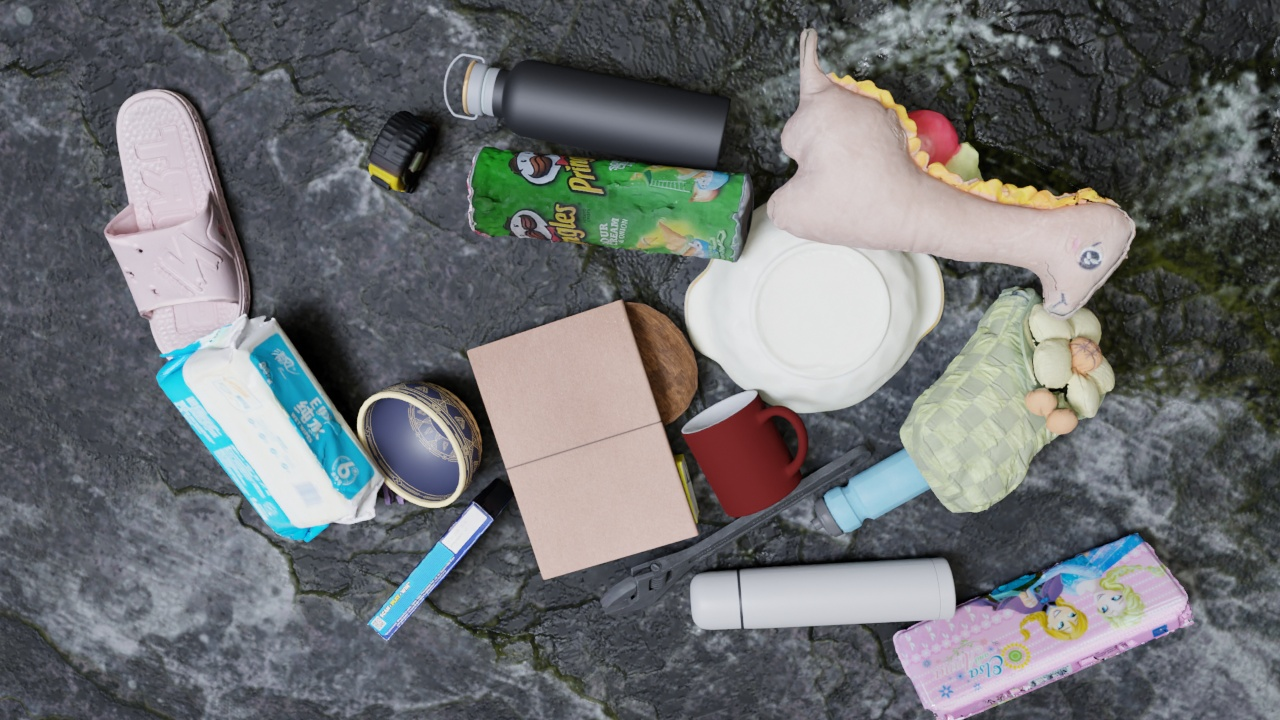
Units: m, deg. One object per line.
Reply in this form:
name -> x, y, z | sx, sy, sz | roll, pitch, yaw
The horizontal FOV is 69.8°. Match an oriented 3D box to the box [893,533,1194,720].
box -> 0.349, 0.248, 0.798 | 0.230, 0.085, 0.097 | -27, 129, 9

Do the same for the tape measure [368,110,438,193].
tape measure -> -0.195, -0.173, 0.760 | 0.038, 0.062, 0.067 | 31, 100, -2

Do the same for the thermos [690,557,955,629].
thermos -> 0.156, 0.206, 0.806 | 0.224, 0.052, 0.052 | -4, 100, 5

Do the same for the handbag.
handbag -> 0.297, 0.033, 0.719 | 0.113, 0.117, 0.186 | 45, 75, -8

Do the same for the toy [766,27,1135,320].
toy -> 0.230, -0.137, 0.679 | 0.264, 0.065, 0.196 | 8, 104, 12

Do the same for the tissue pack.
tissue pack -> -0.311, 0.065, 0.785 | 0.117, 0.065, 0.209 | -17, 111, 31

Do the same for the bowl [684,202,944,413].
bowl -> 0.145, -0.043, 0.758 | 0.219, 0.060, 0.188 | -6, 100, 5

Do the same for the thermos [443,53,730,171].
thermos -> -0.046, -0.203, 0.743 | 0.231, 0.061, 0.061 | 12, 101, 2

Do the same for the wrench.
wrench -> 0.082, 0.150, 0.806 | 0.273, 0.073, 0.018 | -32, 58, 4

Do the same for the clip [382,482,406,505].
clip -> -0.229, 0.108, 0.840 | 0.036, 0.013, 0.053 | -15, 102, 8

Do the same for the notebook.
notebook -> -0.049, 0.069, 0.783 | 0.141, 0.008, 0.209 | -18, 93, 8

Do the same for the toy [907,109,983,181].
toy -> 0.210, -0.159, 0.738 | 0.135, 0.045, 0.092 | 33, 105, 0

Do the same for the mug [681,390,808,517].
mug -> 0.097, 0.074, 0.767 | 0.106, 0.073, 0.082 | -23, 99, 42

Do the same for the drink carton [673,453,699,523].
drink carton -> -0.020, 0.128, 0.812 | 0.135, 0.043, 0.058 | -15, 94, 7

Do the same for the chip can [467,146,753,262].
chip can -> -0.023, -0.124, 0.737 | 0.223, 0.075, 0.075 | 7, 101, 10

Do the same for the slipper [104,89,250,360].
slipper -> -0.404, -0.112, 0.788 | 0.094, 0.064, 0.239 | -6, 98, 6

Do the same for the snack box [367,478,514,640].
snack box -> -0.174, 0.174, 0.812 | 0.027, 0.082, 0.150 | 40, 101, -2

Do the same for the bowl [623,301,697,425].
bowl -> -0.005, 0.005, 0.795 | 0.102, 0.026, 0.114 | -36, 94, 9

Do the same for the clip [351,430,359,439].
clip -> -0.270, 0.072, 0.831 | 0.061, 0.024, 0.043 | 2, 101, 8

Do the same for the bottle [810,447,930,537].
bottle -> 0.205, 0.112, 0.791 | 0.130, 0.040, 0.040 | -31, 96, 9

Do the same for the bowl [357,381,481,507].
bowl -> -0.181, 0.064, 0.797 | 0.112, 0.061, 0.113 | 14, 123, 23
